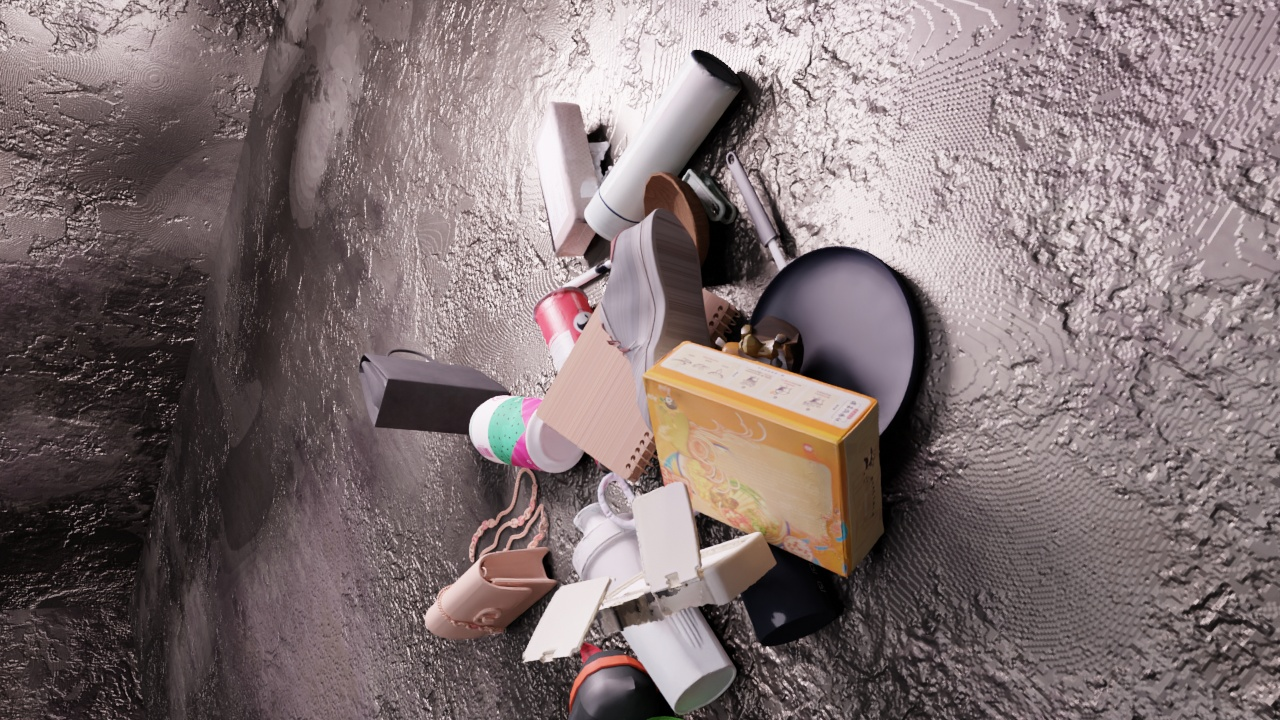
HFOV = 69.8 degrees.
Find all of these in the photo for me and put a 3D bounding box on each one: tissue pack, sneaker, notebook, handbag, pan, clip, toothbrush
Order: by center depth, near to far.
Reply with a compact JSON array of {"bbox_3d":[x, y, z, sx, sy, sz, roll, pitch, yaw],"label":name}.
[{"bbox_3d":[0.146,-0.069,0.869,0.199,0.021,0.356,-45,52,38],"label":"pan"},{"bbox_3d":[0.006,-0.029,0.911,0.090,0.099,0.235,-18,66,41],"label":"sneaker"},{"bbox_3d":[0.074,-0.173,0.975,0.023,0.047,0.076,-57,47,31],"label":"clip"},{"bbox_3d":[-0.006,0.006,0.982,0.169,0.022,0.210,31,91,39],"label":"notebook"},{"bbox_3d":[-0.055,-0.112,1.135,0.187,0.017,0.012,-23,63,48],"label":"toothbrush"},{"bbox_3d":[-0.083,-0.231,1.164,0.104,0.071,0.181,130,136,-55],"label":"tissue pack"},{"bbox_3d":[-0.216,0.257,1.195,0.199,0.116,0.187,-46,50,37],"label":"handbag"},{"bbox_3d":[-0.312,0.025,1.315,0.196,0.175,0.072,41,116,51],"label":"handbag"}]

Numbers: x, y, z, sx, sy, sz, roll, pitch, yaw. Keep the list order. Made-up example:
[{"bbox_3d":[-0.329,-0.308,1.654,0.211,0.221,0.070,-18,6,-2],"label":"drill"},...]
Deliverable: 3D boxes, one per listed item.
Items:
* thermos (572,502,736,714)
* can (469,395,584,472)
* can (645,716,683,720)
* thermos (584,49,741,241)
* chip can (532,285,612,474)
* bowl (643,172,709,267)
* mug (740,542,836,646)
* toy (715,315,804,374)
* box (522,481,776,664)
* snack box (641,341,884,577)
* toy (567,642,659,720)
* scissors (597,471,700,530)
[{"bbox_3d":[0.008,0.249,0.940,0.220,0.099,0.099,52,123,38],"label":"thermos"},{"bbox_3d":[-0.144,0.090,1.155,0.166,0.088,0.088,1,84,52],"label":"can"},{"bbox_3d":[0.020,0.432,0.894,0.083,0.083,0.144,20,99,51],"label":"can"},{"bbox_3d":[0.021,-0.232,1.022,0.231,0.067,0.068,-52,47,33],"label":"thermos"},{"bbox_3d":[-0.057,0.020,1.073,0.073,0.073,0.232,-52,48,33],"label":"chip can"},{"bbox_3d":[0.044,-0.147,0.983,0.118,0.030,0.118,51,153,39],"label":"bowl"},{"bbox_3d":[0.122,0.211,0.825,0.105,0.071,0.077,103,151,-53],"label":"mug"},{"bbox_3d":[0.100,-0.005,0.845,0.100,0.062,0.076,1,66,34],"label":"toy"},{"bbox_3d":[-0.004,0.167,0.742,0.144,0.193,0.101,-28,84,34],"label":"box"},{"bbox_3d":[0.108,0.076,0.785,0.195,0.080,0.145,19,134,38],"label":"snack box"},{"bbox_3d":[-0.030,0.355,0.970,0.119,0.097,0.100,-125,51,-69],"label":"toy"},{"bbox_3d":[0.010,0.168,0.929,0.159,0.014,0.172,8,64,23],"label":"scissors"}]
